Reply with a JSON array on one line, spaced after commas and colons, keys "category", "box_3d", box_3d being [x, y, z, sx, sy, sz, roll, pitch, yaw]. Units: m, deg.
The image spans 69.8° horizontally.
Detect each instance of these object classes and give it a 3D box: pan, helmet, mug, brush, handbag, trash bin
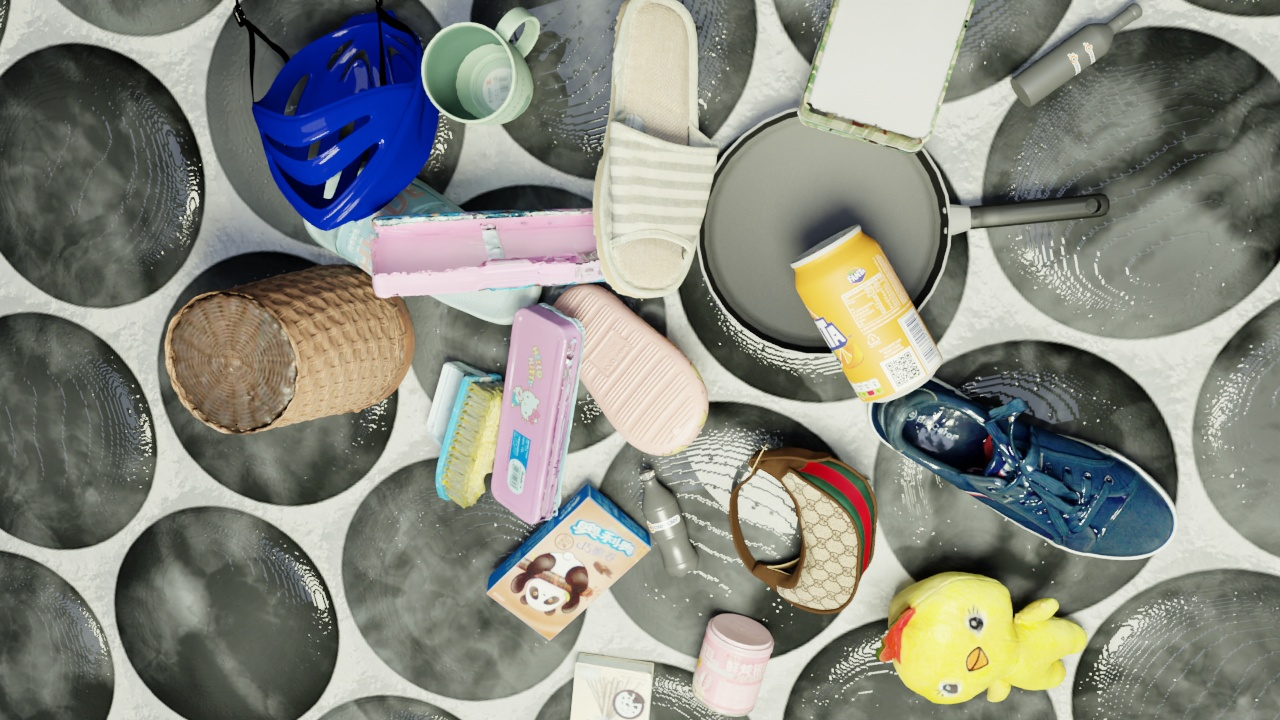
[{"category": "pan", "box_3d": [0.230, -0.122, 0.830, 0.357, 0.034, 0.225, -5, 99, 9]}, {"category": "helmet", "box_3d": [-0.266, -0.246, 0.778, 0.148, 0.241, 0.228, -3, 143, 11]}, {"category": "mug", "box_3d": [-0.129, -0.264, 0.822, 0.084, 0.104, 0.111, 38, 103, 1]}, {"category": "brush", "box_3d": [-0.179, 0.075, 0.917, 0.075, 0.055, 0.136, 24, 103, 26]}, {"category": "handbag", "box_3d": [0.147, 0.155, 0.864, 0.138, 0.063, 0.167, 12, 123, 26]}, {"category": "trash bin", "box_3d": [-0.317, -0.007, 0.842, 0.151, 0.209, 0.151, 2, 100, 9]}]

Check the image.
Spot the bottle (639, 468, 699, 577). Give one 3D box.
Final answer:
[{"category": "bottle", "box_3d": [0.025, 0.160, 0.908, 0.036, 0.036, 0.110, -20, 96, 11]}]

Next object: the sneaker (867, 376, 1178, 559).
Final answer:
[{"category": "sneaker", "box_3d": [0.345, 0.099, 0.808, 0.294, 0.127, 0.121, 26, 104, 1]}]

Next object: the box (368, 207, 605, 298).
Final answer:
[{"category": "box", "box_3d": [-0.122, -0.114, 0.810, 0.230, 0.084, 0.077, -6, 134, -14]}]

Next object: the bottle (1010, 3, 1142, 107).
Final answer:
[{"category": "bottle", "box_3d": [0.375, -0.264, 0.785, 0.113, 0.030, 0.030, -36, 93, 13]}]

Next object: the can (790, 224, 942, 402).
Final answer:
[{"category": "can", "box_3d": [0.194, -0.039, 0.793, 0.079, 0.079, 0.142, -30, 96, 12]}]

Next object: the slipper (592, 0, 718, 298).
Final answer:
[{"category": "slipper", "box_3d": [0.014, -0.190, 0.804, 0.114, 0.054, 0.272, 8, 84, -36]}]

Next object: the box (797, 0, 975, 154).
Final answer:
[{"category": "box", "box_3d": [0.217, -0.287, 0.779, 0.117, 0.050, 0.205, 16, 92, 3]}]

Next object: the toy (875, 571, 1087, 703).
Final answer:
[{"category": "toy", "box_3d": [0.317, 0.261, 0.861, 0.207, 0.092, 0.134, 16, 108, -4]}]

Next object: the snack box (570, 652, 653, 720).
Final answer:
[{"category": "snack box", "box_3d": [-0.033, 0.385, 0.962, 0.082, 0.026, 0.150, 7, 101, 7]}]

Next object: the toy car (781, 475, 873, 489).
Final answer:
[{"category": "toy car", "box_3d": [0.179, 0.120, 0.884, 0.090, 0.027, 0.039, 19, 104, 5]}]

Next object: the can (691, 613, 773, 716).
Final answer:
[{"category": "can", "box_3d": [0.091, 0.300, 0.908, 0.067, 0.067, 0.076, 15, 102, 5]}]

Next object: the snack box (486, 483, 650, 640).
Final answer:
[{"category": "snack box", "box_3d": [-0.073, 0.204, 0.922, 0.087, 0.034, 0.151, 42, 103, -17]}]

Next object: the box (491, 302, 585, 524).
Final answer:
[{"category": "box", "box_3d": [-0.097, 0.052, 0.878, 0.076, 0.036, 0.214, 27, 118, 34]}]

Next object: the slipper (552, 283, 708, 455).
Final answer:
[{"category": "slipper", "box_3d": [-0.005, 0.005, 0.870, 0.093, 0.081, 0.197, -47, 66, 12]}]

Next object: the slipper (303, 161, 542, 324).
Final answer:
[{"category": "slipper", "box_3d": [-0.209, -0.111, 0.878, 0.245, 0.074, 0.104, 27, 102, 2]}]
